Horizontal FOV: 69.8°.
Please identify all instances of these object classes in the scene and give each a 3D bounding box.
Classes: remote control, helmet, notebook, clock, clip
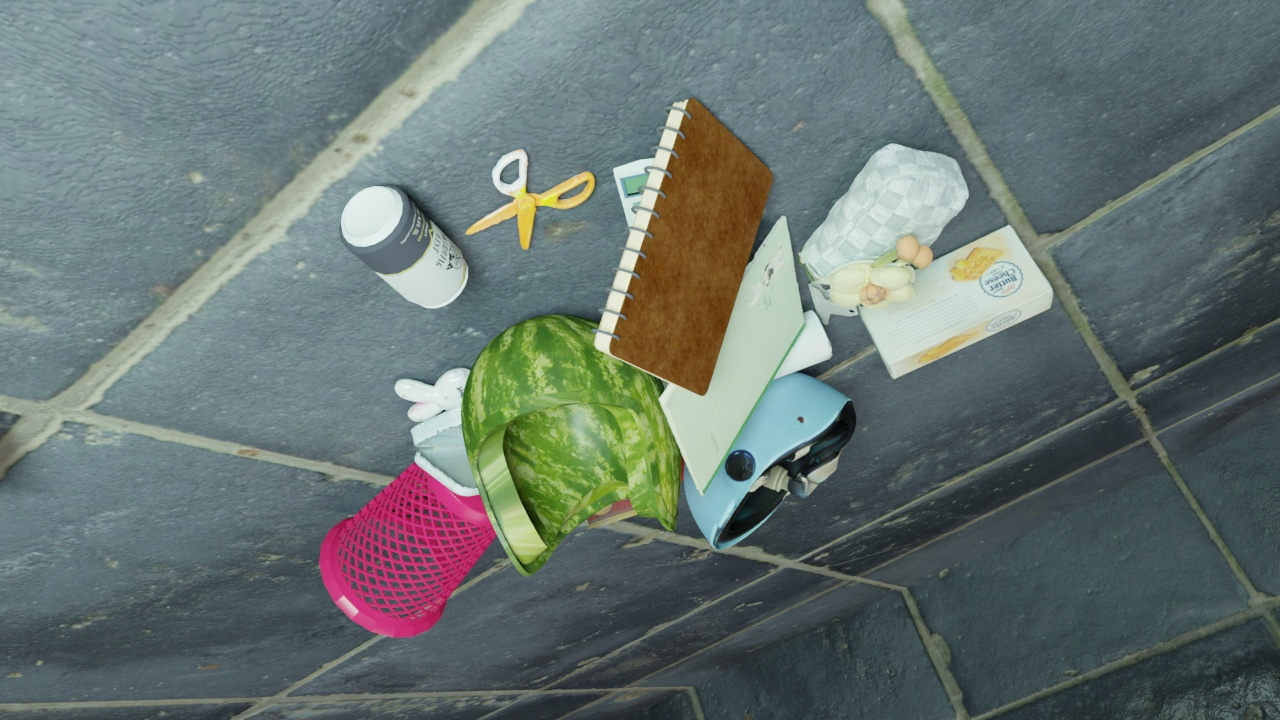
[{"bbox_3d":[0.011,-0.142,0.859,0.049,0.024,0.143,-11,152,4],"label":"remote control"},{"bbox_3d":[-0.073,0.070,0.950,0.213,0.247,0.242,-19,-165,12],"label":"helmet"},{"bbox_3d":[0.041,-0.095,0.808,0.024,0.225,0.167,13,173,37],"label":"notebook"},{"bbox_3d":[0.107,-0.002,0.969,0.251,0.010,0.182,-55,147,-25],"label":"notebook"},{"bbox_3d":[-0.046,0.192,1.329,0.158,0.081,0.117,-10,168,-35],"label":"clock"},{"bbox_3d":[0.238,-0.070,1.118,0.054,0.038,0.101,-13,154,14],"label":"clip"},{"bbox_3d":[0.156,0.124,1.228,0.266,0.167,0.225,-51,154,4],"label":"helmet"}]

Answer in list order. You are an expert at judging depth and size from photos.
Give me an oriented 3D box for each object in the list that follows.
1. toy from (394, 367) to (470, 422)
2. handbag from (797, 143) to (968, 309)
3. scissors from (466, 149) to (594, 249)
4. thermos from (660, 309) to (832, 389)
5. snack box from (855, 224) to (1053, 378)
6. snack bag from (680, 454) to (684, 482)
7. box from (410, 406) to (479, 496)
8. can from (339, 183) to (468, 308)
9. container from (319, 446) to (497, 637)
[{"bbox_3d":[-0.203,0.033,1.015,0.125,0.037,0.076,-16,149,-4],"label":"toy"},{"bbox_3d":[0.252,-0.128,0.932,0.112,0.123,0.172,9,141,-17],"label":"handbag"},{"bbox_3d":[-0.102,-0.142,0.807,0.125,0.011,0.129,-25,149,7],"label":"scissors"},{"bbox_3d":[0.118,0.007,1.136,0.230,0.067,0.068,-21,151,2],"label":"thermos"},{"bbox_3d":[0.380,-0.070,1.124,0.208,0.104,0.057,-26,150,12],"label":"snack box"},{"bbox_3d":[0.028,0.111,1.242,0.082,0.082,0.176,-20,152,0],"label":"snack bag"},{"bbox_3d":[-0.166,0.122,1.084,0.108,0.109,0.216,-20,163,33],"label":"box"},{"bbox_3d":[-0.196,-0.092,0.781,0.064,0.064,0.127,-24,150,8],"label":"can"},{"bbox_3d":[-0.264,0.208,1.156,0.183,0.183,0.226,14,129,-45],"label":"container"}]
